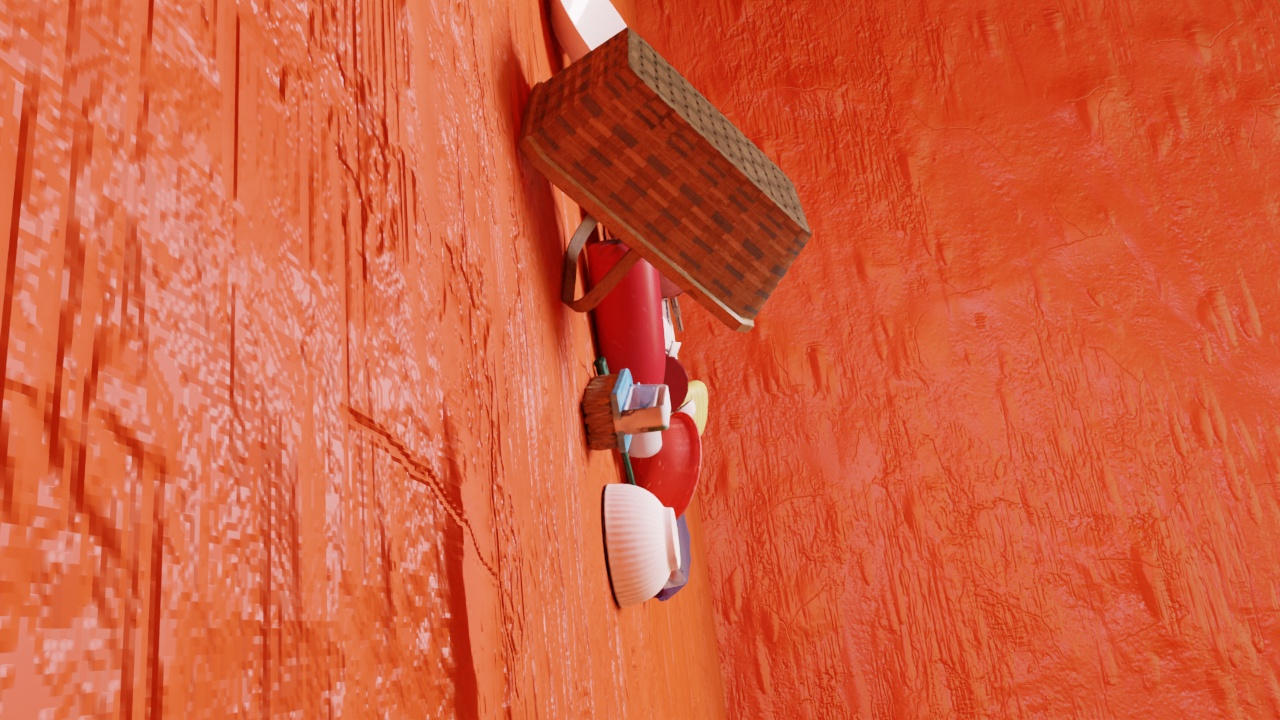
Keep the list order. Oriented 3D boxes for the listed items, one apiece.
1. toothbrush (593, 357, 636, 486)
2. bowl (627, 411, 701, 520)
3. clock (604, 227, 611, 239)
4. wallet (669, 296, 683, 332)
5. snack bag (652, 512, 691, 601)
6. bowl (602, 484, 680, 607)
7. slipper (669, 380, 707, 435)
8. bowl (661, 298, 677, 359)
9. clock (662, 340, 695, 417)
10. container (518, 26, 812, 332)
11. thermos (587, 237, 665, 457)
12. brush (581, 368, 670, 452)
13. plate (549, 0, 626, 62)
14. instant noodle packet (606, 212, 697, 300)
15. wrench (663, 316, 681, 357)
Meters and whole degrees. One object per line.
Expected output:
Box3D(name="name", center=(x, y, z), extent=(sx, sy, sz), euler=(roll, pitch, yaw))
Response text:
Box3D(name="toothbrush", center=(-0.026, 0.080, 0.977), extent=(0.016, 0.017, 0.190), euler=(-77, 158, -57))
Box3D(name="bowl", center=(0.020, 0.120, 1.062), extent=(0.131, 0.045, 0.130), euler=(-42, -138, 53))
Box3D(name="clock", center=(-0.004, -0.146, 1.259), extent=(0.160, 0.086, 0.131), euler=(54, 27, -67))
Box3D(name="wallet", center=(0.048, -0.110, 1.432), extent=(0.121, 0.013, 0.087), euler=(73, 6, -58))
Box3D(name="snack bag", center=(0.032, 0.220, 1.164), extent=(0.205, 0.058, 0.096), euler=(-66, 147, -79))
Box3D(name="bowl", center=(0.004, 0.174, 0.882), extent=(0.118, 0.062, 0.118), euler=(-6, 88, -85))
Box3D(name="slipper", center=(0.036, 0.081, 1.367), extent=(0.190, 0.082, 0.091), euler=(-11, 100, -59))
Box3D(name="bowl", center=(0.019, -0.044, 1.424), extent=(0.113, 0.063, 0.113), euler=(-8, 88, -85))
Box3D(name="clock", center=(0.024, 0.042, 1.209), extent=(0.044, 0.087, 0.124), euler=(-37, 115, -85))
Box3D(name="container", center=(0.000, -0.128, 0.775), extent=(0.250, 0.187, 0.157), euler=(37, 27, -24))
Box3D(name="thermos", center=(-0.008, -0.010, 0.986), extent=(0.073, 0.073, 0.240), euler=(-80, 164, -75))
Box3D(name="brush", center=(-0.010, 0.040, 0.868), extent=(0.135, 0.075, 0.055), euler=(-76, 158, -76))
Box3D(name="plate", center=(-0.053, -0.348, 0.991), extent=(0.174, 0.036, 0.173), euler=(44, 29, -32))
Box3D(name="instant noodle packet", center=(-0.015, -0.170, 1.075), extent=(0.221, 0.084, 0.164), euler=(62, 8, -7))
Box3D(name="wrench", center=(0.015, 0.069, 1.264), extent=(0.018, 0.086, 0.273), euler=(-3, -94, 57))
